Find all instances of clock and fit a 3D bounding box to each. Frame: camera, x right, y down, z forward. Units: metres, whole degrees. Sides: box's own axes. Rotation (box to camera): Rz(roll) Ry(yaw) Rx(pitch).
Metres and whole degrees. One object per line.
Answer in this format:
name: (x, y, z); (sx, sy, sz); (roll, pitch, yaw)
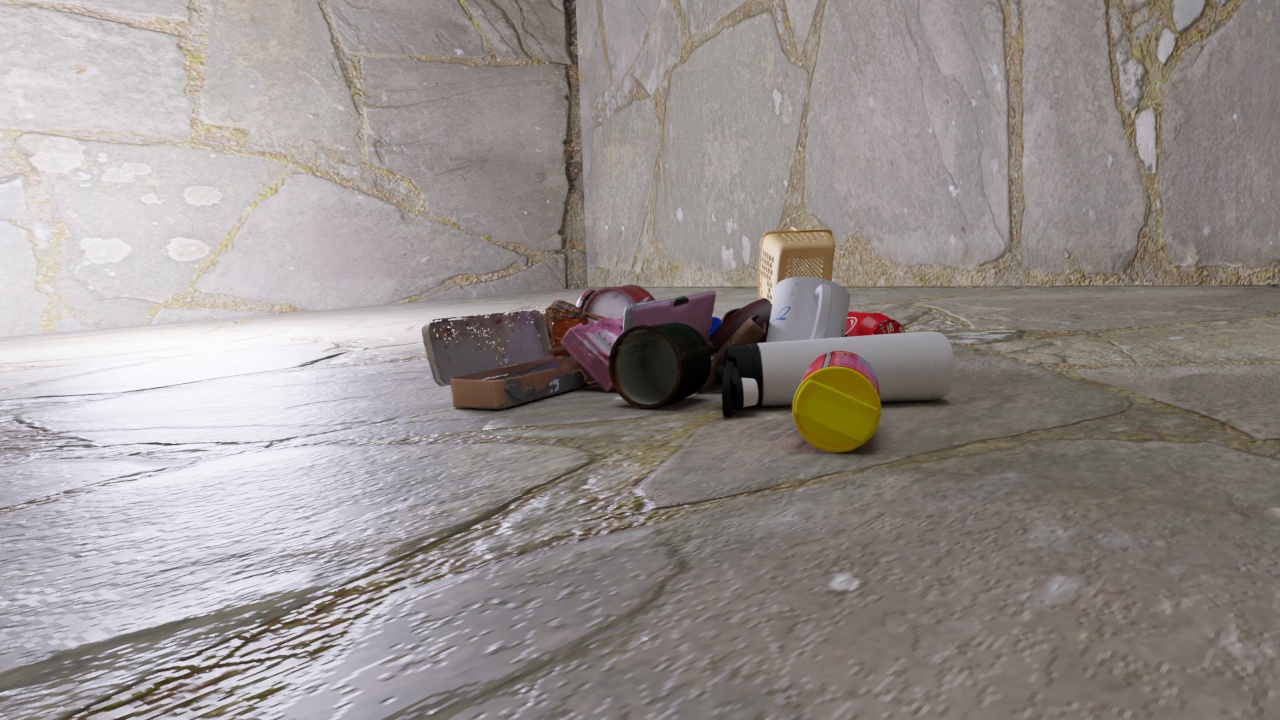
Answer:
clock: (-0.040, -0.054, 1.330); (0.157, 0.110, 0.061); (4, 10, 35)

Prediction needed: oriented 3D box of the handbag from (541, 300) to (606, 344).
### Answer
handbag: (-0.049, -0.020, 1.266); (0.196, 0.094, 0.043); (15, 44, 20)

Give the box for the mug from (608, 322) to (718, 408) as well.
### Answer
mug: (0.034, 0.000, 0.953); (0.111, 0.085, 0.081); (-16, -2, 30)

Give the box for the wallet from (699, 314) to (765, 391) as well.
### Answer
wallet: (0.105, -0.011, 1.062); (0.099, 0.027, 0.121); (-46, -1, 11)

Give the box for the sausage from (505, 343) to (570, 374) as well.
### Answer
sausage: (-0.103, -0.004, 1.202); (0.155, 0.040, 0.040); (-10, 10, -22)

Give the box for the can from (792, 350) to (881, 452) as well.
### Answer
can: (0.163, 0.031, 0.758); (0.067, 0.067, 0.124); (0, 7, 14)

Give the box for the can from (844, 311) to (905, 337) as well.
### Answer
can: (0.255, -0.024, 1.142); (0.074, 0.074, 0.143); (-7, 8, -31)

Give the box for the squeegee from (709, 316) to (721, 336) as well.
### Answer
squeegee: (0.164, -0.050, 1.463); (0.185, 0.055, 0.249); (0, -10, 13)

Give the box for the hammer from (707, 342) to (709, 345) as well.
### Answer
hammer: (0.183, -0.026, 1.359); (0.326, 0.036, 0.140); (-1, 9, 8)

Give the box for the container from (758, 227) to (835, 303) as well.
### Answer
container: (0.271, -0.134, 1.598); (0.129, 0.183, 0.167); (-2, 15, 0)

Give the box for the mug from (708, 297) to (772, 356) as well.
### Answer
mug: (0.133, -0.034, 1.214); (0.088, 0.087, 0.114); (-20, 37, -5)

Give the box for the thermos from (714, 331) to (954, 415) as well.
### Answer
thermos: (0.190, 0.016, 0.902); (0.230, 0.068, 0.101); (-3, 20, 0)

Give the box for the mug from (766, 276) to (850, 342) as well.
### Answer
mug: (0.184, -0.036, 0.993); (0.083, 0.096, 0.120); (13, -19, -1)

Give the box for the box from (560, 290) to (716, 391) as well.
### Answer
box: (0.019, -0.043, 1.134); (0.099, 0.107, 0.232); (45, 28, 18)

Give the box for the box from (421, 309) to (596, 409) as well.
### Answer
box: (-0.141, -0.008, 1.059); (0.115, 0.096, 0.216); (6, 10, 28)
